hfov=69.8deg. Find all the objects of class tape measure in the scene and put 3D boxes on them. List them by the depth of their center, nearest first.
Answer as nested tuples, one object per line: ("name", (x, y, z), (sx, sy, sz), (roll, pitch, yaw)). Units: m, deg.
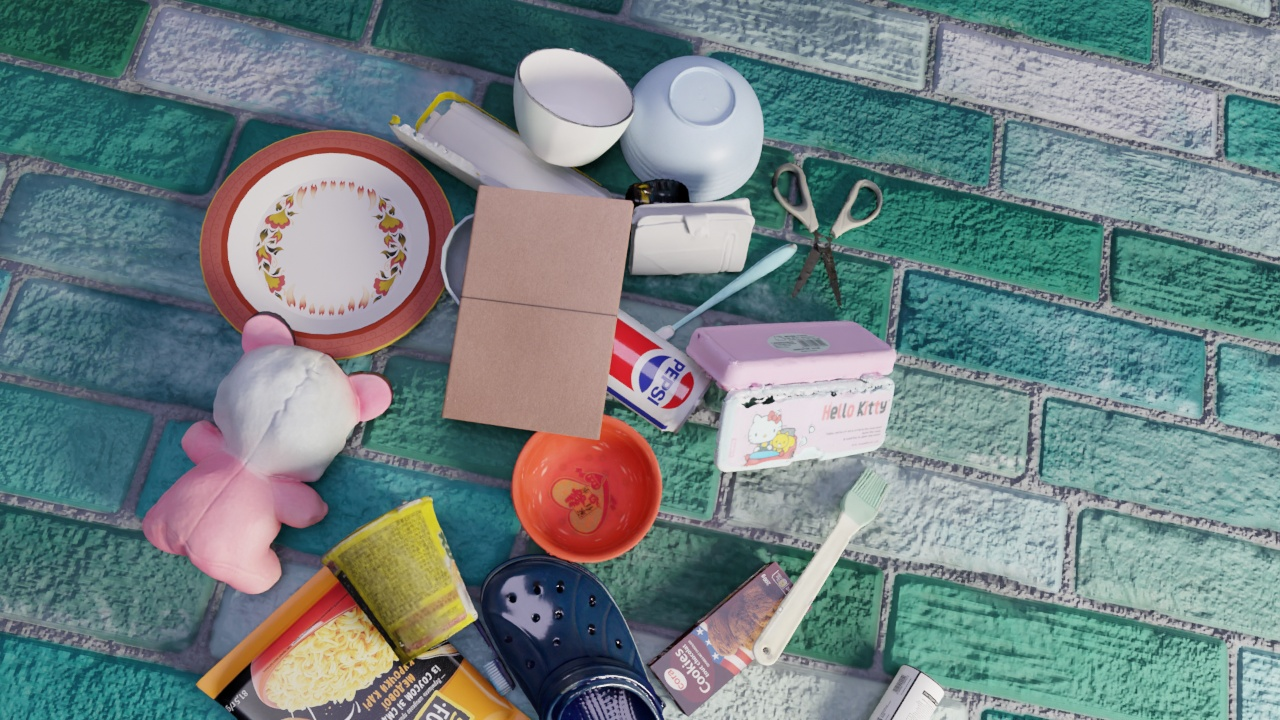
("tape measure", (0.016, -0.150, 0.879), (0.062, 0.067, 0.038), (-4, 72, -7))

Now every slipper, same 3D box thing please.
("slipper", (-0.038, 0.268, 0.745), (0.105, 0.095, 0.252), (-29, 83, -11))

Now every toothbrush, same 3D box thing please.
("toothbrush", (-0.159, 0.200, 0.784), (0.017, 0.016, 0.189), (-31, 76, -10))
("toothbrush", (0.083, -0.066, 0.891), (0.180, 0.017, 0.016), (-34, 88, -15))

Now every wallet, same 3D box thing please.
("wallet", (0.048, -0.110, 0.865), (0.116, 0.086, 0.032), (-7, 50, -6))

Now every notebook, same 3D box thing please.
("notebook", (-0.090, -0.044, 0.802), (0.141, 0.008, 0.209), (7, 85, 9))

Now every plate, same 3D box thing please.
("plate", (-0.288, -0.108, 0.858), (0.229, 0.021, 0.229), (2, 74, -6))

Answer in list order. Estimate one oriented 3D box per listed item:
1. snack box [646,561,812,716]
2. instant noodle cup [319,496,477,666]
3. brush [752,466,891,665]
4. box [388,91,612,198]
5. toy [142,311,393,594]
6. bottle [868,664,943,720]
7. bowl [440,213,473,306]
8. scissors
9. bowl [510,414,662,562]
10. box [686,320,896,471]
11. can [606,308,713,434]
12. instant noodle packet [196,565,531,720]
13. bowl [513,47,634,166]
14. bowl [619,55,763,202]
("snack box", (0.077, 0.239, 0.795), (0.140, 0.032, 0.051), (-36, 81, -14))
("instant noodle cup", (-0.187, 0.179, 0.740), (0.102, 0.102, 0.108), (-30, 82, -14))
("brush", (0.160, 0.178, 0.807), (0.033, 0.012, 0.217), (38, 60, 7))
("box", (-0.127, -0.188, 0.869), (0.210, 0.080, 0.084), (33, 78, 2))
("toy", (-0.316, 0.077, 0.771), (0.142, 0.084, 0.213), (29, 76, 2))
("bottle", (0.213, 0.319, 0.784), (0.041, 0.041, 0.115), (37, 74, 5))
("bowl", (-0.134, -0.084, 0.852), (0.106, 0.039, 0.106), (3, 82, -20))
("scissors", (0.183, -0.134, 0.917), (0.157, 0.013, 0.169), (-32, 76, -17))
("bowl", (-0.048, 0.113, 0.810), (0.130, 0.045, 0.130), (2, 74, -6))
("box", (0.136, 0.031, 0.830), (0.201, 0.103, 0.101), (-4, 30, -31))
("can", (-0.005, 0.005, 0.832), (0.132, 0.070, 0.070), (35, 74, 4))
("instant noodle packet", (-0.220, 0.280, 0.749), (0.221, 0.032, 0.159), (43, 67, 6))
("bowl", (-0.070, -0.238, 0.881), (0.116, 0.066, 0.116), (12, 50, -15))
("bowl", (0.056, -0.240, 0.905), (0.150, 0.075, 0.150), (2, 75, -6))
